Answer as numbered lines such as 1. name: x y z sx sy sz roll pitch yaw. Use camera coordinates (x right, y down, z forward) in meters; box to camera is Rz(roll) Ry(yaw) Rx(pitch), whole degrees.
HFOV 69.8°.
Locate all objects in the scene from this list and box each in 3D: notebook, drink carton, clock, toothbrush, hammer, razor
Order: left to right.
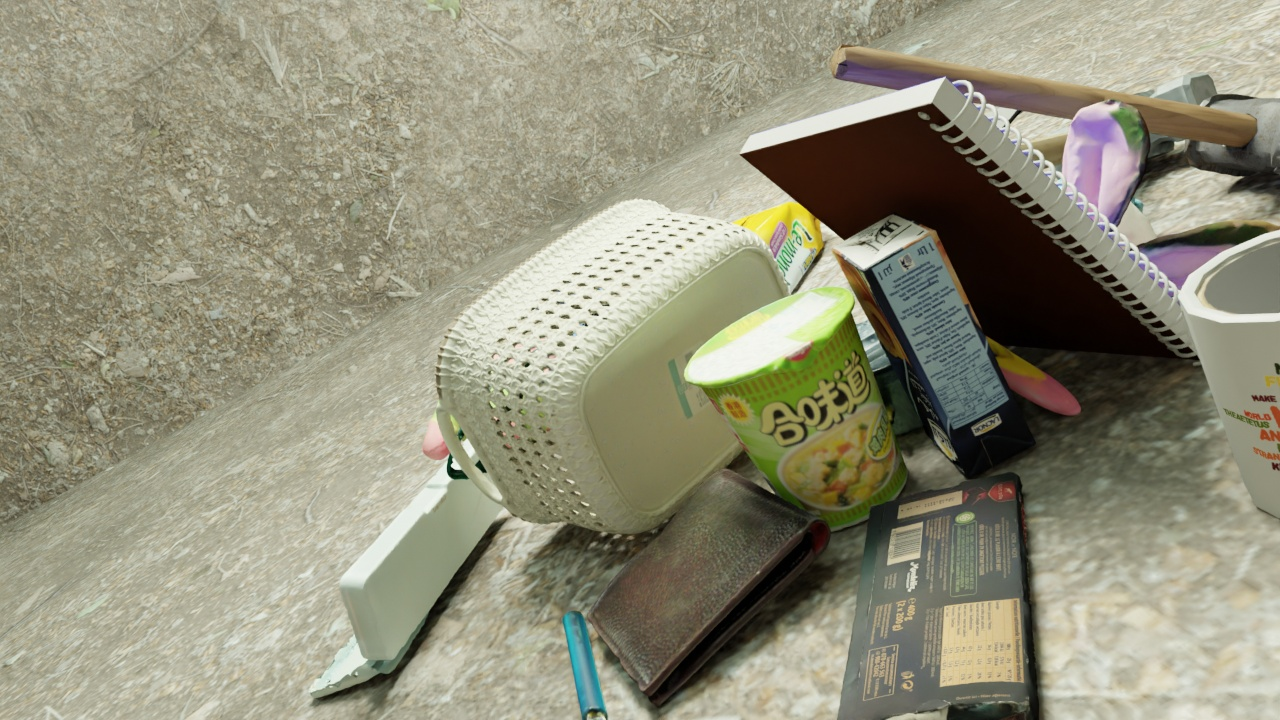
1. razor: -0.026 0.162 0.462 0.042 0.022 0.144 6 6 -11
2. clock: 0.152 0.003 0.582 0.090 0.052 0.129 -30 17 -3
3. drink carton: 0.151 -0.007 0.475 0.040 0.130 0.064 -29 17 6
4. notebook: 0.175 -0.065 0.492 0.022 0.209 0.172 -60 22 -9
5. toothbrush: 0.188 -0.011 0.513 0.021 0.016 0.135 -24 52 -26
6. hammer: 0.281 -0.145 0.649 0.322 0.051 0.118 -19 0 -33
7. hammer: 0.276 -0.157 0.565 0.328 0.052 0.098 7 14 -7

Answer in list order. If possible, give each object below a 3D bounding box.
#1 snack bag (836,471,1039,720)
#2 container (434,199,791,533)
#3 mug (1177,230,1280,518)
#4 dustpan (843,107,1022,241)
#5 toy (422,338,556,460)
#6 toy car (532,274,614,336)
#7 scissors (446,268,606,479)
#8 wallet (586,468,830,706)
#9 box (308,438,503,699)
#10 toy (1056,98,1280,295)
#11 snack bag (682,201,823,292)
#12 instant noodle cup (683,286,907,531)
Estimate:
1. snack bag: 0.127 0.099 0.391 0.075 0.018 0.154 -21 18 28
2. container: -0.004 0.004 0.634 0.245 0.185 0.143 -40 29 -27
3. mug: 0.252 0.000 0.352 0.073 0.089 0.105 -29 16 1
4. dustpan: 0.239 -0.139 0.826 0.163 0.033 0.258 -49 9 -6
5. toy: -0.111 0.024 0.902 0.192 0.097 0.236 0 23 35
6. toy car: -0.033 -0.031 0.864 0.153 0.055 0.056 34 86 26
7. scissors: -0.058 0.020 0.711 0.015 0.204 0.201 27 82 37
8. wallet: 0.032 0.114 0.481 0.120 0.031 0.099 -42 19 -10
9. box: -0.165 0.143 0.668 0.126 0.075 0.197 -42 7 29
10. toy: 0.271 -0.076 0.566 0.106 0.131 0.205 -47 0 12
11. snack bag: 0.084 -0.086 0.943 0.160 0.068 0.246 -19 19 36
12. instant noodle cup: 0.091 0.030 0.501 0.099 0.108 0.098 -27 16 8
